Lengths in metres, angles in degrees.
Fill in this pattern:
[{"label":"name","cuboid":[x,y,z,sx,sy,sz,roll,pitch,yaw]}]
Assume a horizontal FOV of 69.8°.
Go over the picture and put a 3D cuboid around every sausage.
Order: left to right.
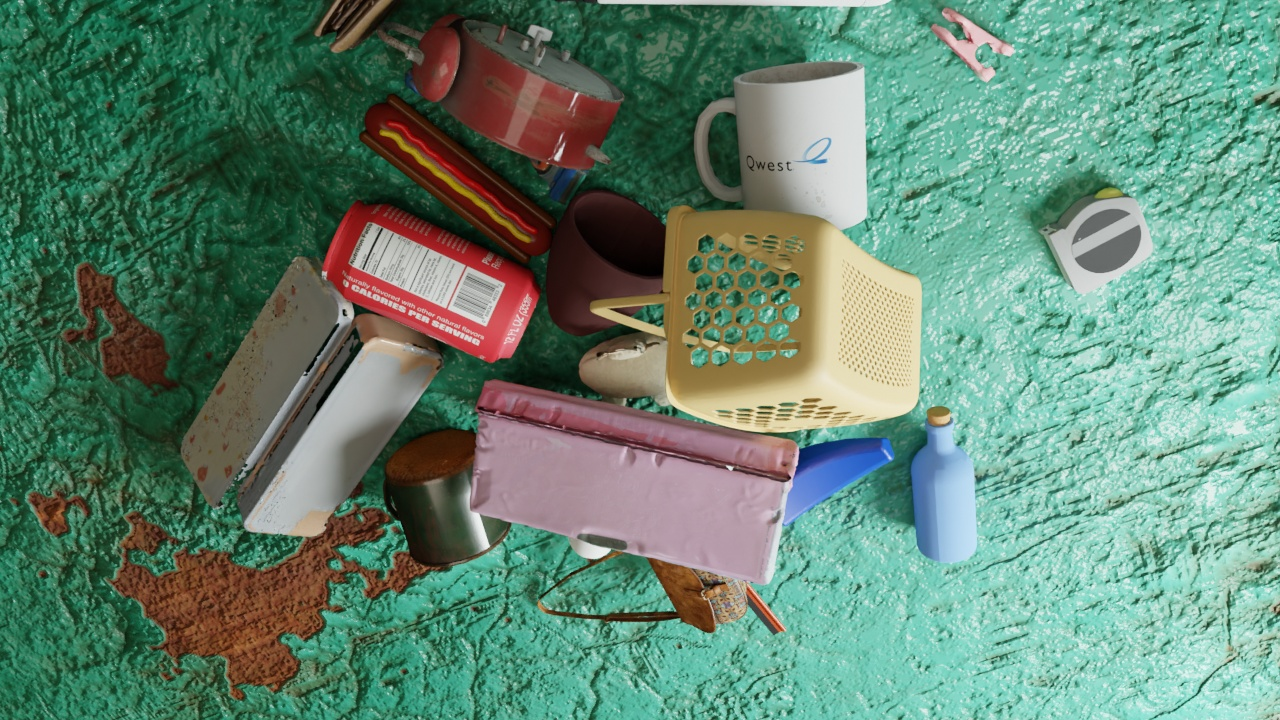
[{"label":"sausage","cuboid":[-0.126,-0.126,0.647,0.155,0.040,0.040,37,110,-15]}]

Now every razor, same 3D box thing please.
[{"label":"razor","cuboid":[-0.100,-0.163,0.641,0.141,0.018,0.044,32,137,-10]}]

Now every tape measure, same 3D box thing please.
[{"label":"tape measure","cuboid":[0.331,-0.088,0.666,0.065,0.016,0.064,-30,111,14]}]

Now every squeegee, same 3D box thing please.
[{"label":"squeegee","cuboid":[0.117,0.103,0.738,0.185,0.055,0.249,-28,109,30]}]

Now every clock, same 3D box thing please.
[{"label":"clock","cuboid":[-0.085,-0.182,0.579,0.156,0.109,0.062,21,115,-15]}]

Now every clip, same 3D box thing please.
[{"label":"clip","cuboid":[0.218,-0.208,0.612,0.060,0.023,0.044,10,113,-9]}]

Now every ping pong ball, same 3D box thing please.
[{"label":"ping pong ball","cuboid":[-0.041,0.146,0.772,0.040,0.040,0.040,1,115,1]}]

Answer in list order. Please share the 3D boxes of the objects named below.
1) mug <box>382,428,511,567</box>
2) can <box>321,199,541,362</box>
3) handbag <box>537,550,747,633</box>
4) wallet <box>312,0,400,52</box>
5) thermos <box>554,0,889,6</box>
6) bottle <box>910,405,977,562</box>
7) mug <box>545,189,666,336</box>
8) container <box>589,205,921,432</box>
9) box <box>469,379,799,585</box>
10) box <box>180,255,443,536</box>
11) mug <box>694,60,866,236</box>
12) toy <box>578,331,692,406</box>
[{"label":"mug","cuboid":[-0.166,0.107,0.739,0.111,0.084,0.081,0,116,27]},{"label":"can","cuboid":[-0.148,-0.056,0.661,0.142,0.074,0.075,25,113,-10]},{"label":"handbag","cuboid":[-0.008,0.197,0.781,0.196,0.043,0.093,-16,117,23]},{"label":"wallet","cuboid":[-0.145,-0.242,0.561,0.027,0.098,0.121,41,110,-18]},{"label":"thermos","cuboid":[0.044,-0.266,0.555,0.230,0.068,0.101,1,140,2]},{"label":"bottle","cuboid":[0.243,0.097,0.737,0.048,0.048,0.131,-9,114,6]},{"label":"mug","cuboid":[-0.019,-0.058,0.664,0.114,0.087,0.089,7,138,-32]},{"label":"container","cuboid":[0.078,-0.019,0.604,0.167,0.183,0.129,-2,81,36]},{"label":"box","cuboid":[-0.009,0.092,0.670,0.233,0.099,0.106,12,79,10]},{"label":"box","cuboid":[-0.263,0.033,0.727,0.114,0.095,0.218,21,118,-42]},{"label":"mug","cuboid":[0.091,-0.144,0.619,0.120,0.082,0.096,7,118,29]},{"label":"toy","cuboid":[-0.004,0.004,0.696,0.087,0.050,0.112,-7,144,8]}]
